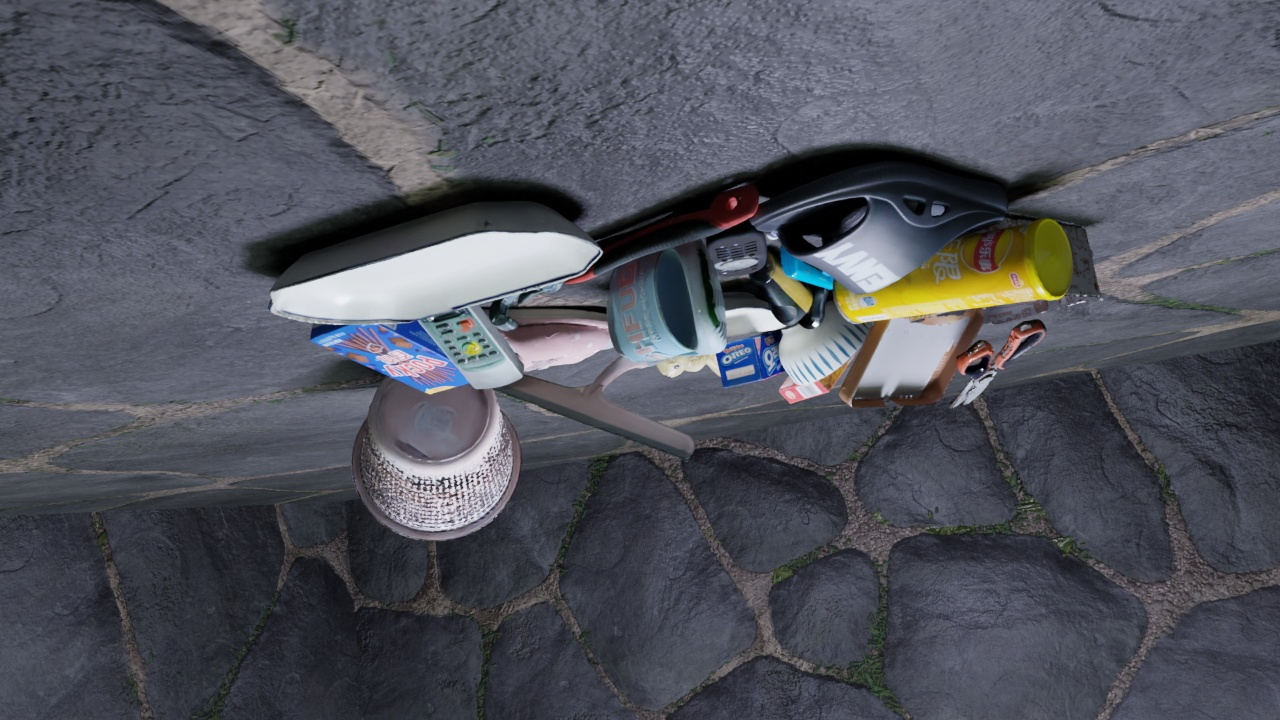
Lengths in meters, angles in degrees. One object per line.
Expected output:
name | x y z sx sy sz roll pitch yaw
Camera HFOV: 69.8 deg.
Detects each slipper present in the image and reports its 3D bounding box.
slipper | -0.129 -0.018 0.996 0.273 0.054 0.114 1 167 -35
slipper | 0.207 -0.101 0.734 0.267 0.083 0.111 -4 170 -37
slipper | 0.005 -0.047 0.822 0.074 0.104 0.246 -9 178 -20

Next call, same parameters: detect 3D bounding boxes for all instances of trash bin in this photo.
trash bin | -0.260 0.098 1.170 0.227 0.227 0.192 -6 158 -13

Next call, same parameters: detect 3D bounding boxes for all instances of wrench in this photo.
wrench | -0.022 -0.085 0.746 0.274 0.056 0.016 -20 142 33

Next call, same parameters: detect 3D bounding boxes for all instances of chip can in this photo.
chip can | 0.288 -0.079 0.867 0.072 0.072 0.214 0 175 -39

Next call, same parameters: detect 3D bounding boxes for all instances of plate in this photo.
plate | -0.162 -0.074 0.712 0.266 0.034 0.162 -13 170 22
plate | 0.082 -0.048 1.062 0.165 0.034 0.163 -13 170 24

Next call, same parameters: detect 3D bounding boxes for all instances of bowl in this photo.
bowl | 0.213 -0.032 1.114 0.116 0.066 0.116 -41 -168 11

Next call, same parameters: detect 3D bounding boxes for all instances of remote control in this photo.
remote control | 0.084 -0.099 0.805 0.053 0.024 0.136 -11 171 7
remote control | -0.161 -0.023 0.848 0.056 0.019 0.135 -13 136 18

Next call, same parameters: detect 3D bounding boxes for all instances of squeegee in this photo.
squeegee | -0.006 0.006 0.957 0.248 0.040 0.248 17 -157 24

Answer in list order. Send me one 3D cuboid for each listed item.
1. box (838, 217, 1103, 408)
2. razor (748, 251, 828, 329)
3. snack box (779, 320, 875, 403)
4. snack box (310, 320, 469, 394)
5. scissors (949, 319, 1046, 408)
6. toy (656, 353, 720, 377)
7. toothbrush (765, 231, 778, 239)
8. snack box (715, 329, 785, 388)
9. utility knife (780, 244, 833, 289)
box | 0.343 -0.051 0.994 0.178 0.125 0.275 0 145 -38
razor | 0.149 -0.077 0.936 0.068 0.062 0.167 -42 155 11
snack box | 0.245 -0.011 1.176 0.155 0.027 0.077 -48 -168 -30
snack box | -0.234 -0.011 0.905 0.085 0.026 0.157 -15 150 33
scissors | 0.371 0.014 1.012 0.196 0.015 0.206 0 150 -40
toy | 0.076 -0.002 1.227 0.157 0.066 0.105 12 176 -44
toothbrush | 0.181 -0.116 0.807 0.189 0.029 0.020 -2 -150 -38
snack box | 0.162 -0.007 1.195 0.058 0.057 0.207 -13 -179 26
utility knife | 0.186 -0.090 0.934 0.018 0.034 0.216 -3 176 28
